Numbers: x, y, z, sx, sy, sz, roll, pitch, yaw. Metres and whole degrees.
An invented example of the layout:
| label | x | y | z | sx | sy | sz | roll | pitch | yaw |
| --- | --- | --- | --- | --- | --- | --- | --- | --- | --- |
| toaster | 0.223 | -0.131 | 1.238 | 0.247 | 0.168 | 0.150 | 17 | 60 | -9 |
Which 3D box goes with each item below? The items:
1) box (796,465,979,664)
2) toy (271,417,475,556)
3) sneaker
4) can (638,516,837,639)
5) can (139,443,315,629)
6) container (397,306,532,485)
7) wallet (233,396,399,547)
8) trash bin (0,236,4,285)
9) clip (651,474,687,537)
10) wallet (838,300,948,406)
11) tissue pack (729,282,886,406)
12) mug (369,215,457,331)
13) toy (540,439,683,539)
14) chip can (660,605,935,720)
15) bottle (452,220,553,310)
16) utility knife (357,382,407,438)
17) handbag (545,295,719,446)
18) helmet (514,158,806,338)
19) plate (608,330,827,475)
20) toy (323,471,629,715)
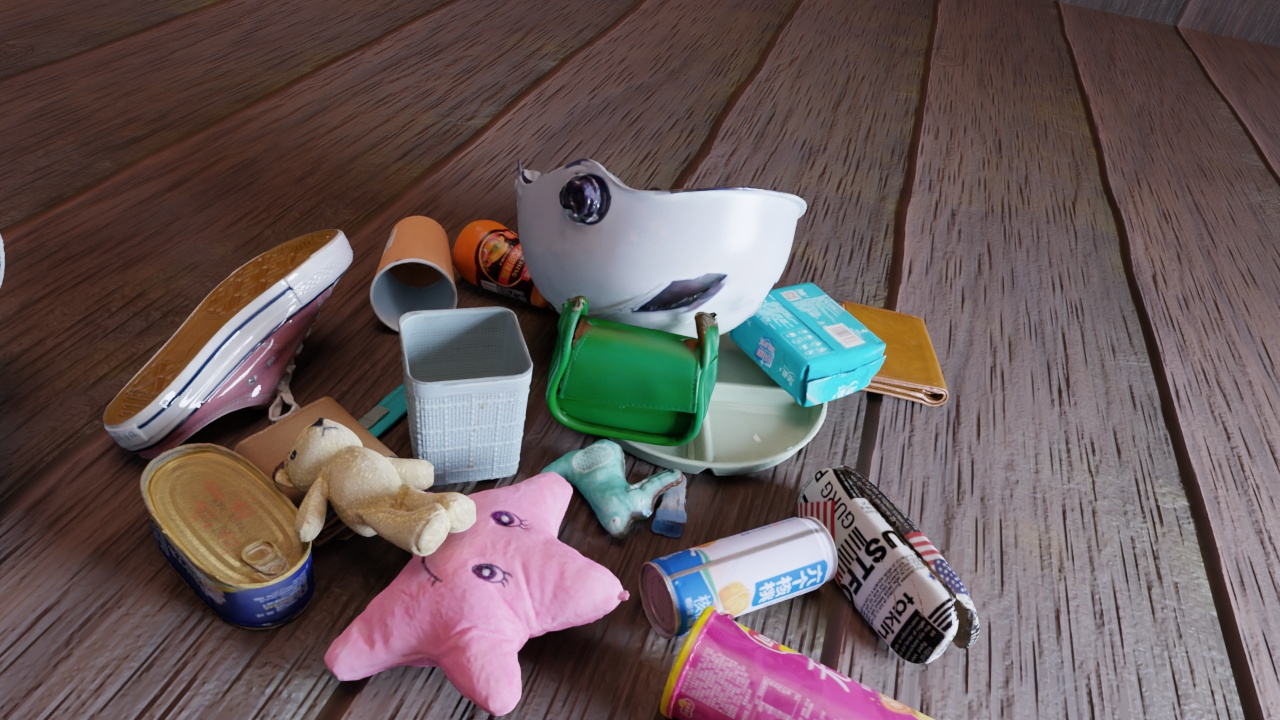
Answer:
| label | x | y | z | sx | sy | sz | roll | pitch | yaw |
| --- | --- | --- | --- | --- | --- | --- | --- | --- | --- |
| box | 0.188 | 0.139 | 0.670 | 0.082 | 0.075 | 0.163 | 1 | 33 | -30 |
| toy | -0.173 | 0.082 | 0.595 | 0.157 | 0.066 | 0.104 | 18 | 35 | 34 |
| sneaker | -0.313 | -0.008 | 0.744 | 0.118 | 0.088 | 0.240 | 8 | 51 | 38 |
| can | 0.069 | 0.149 | 0.640 | 0.134 | 0.053 | 0.053 | -11 | 41 | -25 |
| can | -0.276 | 0.116 | 0.615 | 0.148 | 0.049 | 0.074 | 32 | 43 | 28 |
| container | -0.137 | 0.030 | 0.707 | 0.089 | 0.112 | 0.090 | -4 | 39 | -18 |
| wallet | -0.233 | 0.080 | 0.678 | 0.115 | 0.033 | 0.090 | 34 | 52 | 29 |
| trash bin | -0.532 | 0.004 | 0.578 | 0.229 | 0.230 | 0.252 | -14 | 47 | -27 |
| clip | 0.026 | 0.110 | 0.712 | 0.026 | 0.038 | 0.058 | 10 | 34 | 6 |
| wallet | 0.234 | -0.012 | 0.906 | 0.119 | 0.035 | 0.130 | 9 | 35 | 0 |
| tissue pack | 0.148 | -0.019 | 0.838 | 0.093 | 0.050 | 0.133 | -14 | 42 | -26 |
| mug | -0.217 | -0.089 | 0.886 | 0.078 | 0.078 | 0.122 | 0 | 32 | -12 |
| toy | -0.019 | 0.096 | 0.708 | 0.096 | 0.030 | 0.092 | -26 | 49 | -13 |
| chip can | 0.120 | 0.223 | 0.538 | 0.211 | 0.072 | 0.071 | 23 | 39 | 17 |
| bottle | -0.113 | -0.086 | 0.916 | 0.149 | 0.067 | 0.066 | 27 | 40 | 12 |
| utility knife | -0.206 | 0.036 | 0.766 | 0.029 | 0.013 | 0.157 | 21 | 38 | 16 |
| handbag | -0.004 | 0.004 | 0.720 | 0.131 | 0.120 | 0.067 | 11 | 44 | 1 |
| helmet | 0.009 | -0.085 | 0.793 | 0.259 | 0.146 | 0.228 | 14 | 9 | 39 |
| plate | 0.052 | 0.023 | 0.827 | 0.230 | 0.028 | 0.229 | 6 | 36 | -5 |
| toy | -0.091 | 0.138 | 0.599 | 0.179 | 0.075 | 0.194 | 4 | 36 | 13 |
